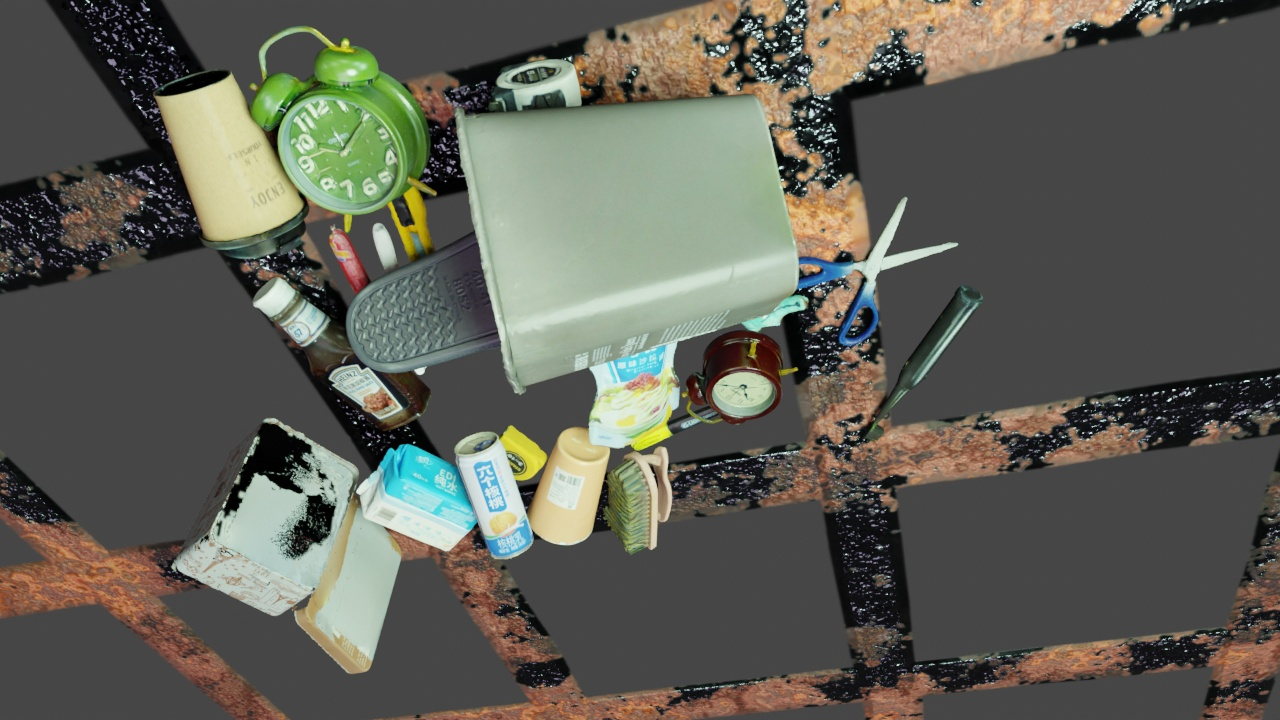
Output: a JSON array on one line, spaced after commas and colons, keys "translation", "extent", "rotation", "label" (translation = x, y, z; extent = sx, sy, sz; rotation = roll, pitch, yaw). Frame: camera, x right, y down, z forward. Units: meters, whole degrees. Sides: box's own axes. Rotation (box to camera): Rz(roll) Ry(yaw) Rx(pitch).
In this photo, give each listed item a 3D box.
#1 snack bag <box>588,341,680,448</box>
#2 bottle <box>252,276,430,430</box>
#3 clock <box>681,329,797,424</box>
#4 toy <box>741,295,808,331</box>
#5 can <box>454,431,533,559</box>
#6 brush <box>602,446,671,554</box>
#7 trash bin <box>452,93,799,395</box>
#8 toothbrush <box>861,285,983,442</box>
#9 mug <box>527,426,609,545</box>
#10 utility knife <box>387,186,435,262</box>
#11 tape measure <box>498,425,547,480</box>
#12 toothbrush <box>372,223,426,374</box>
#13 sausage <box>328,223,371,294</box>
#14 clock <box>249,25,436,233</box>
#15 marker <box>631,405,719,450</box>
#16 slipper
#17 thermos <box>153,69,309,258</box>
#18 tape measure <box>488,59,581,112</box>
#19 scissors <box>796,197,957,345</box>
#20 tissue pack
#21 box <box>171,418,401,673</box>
[{"translation": [-0.005, 0.005, 0.904], "extent": [0.110, 0.039, 0.191], "rotation": [-16, 138, -17], "label": "snack bag"}, {"translation": [-0.300, -0.006, 0.920], "extent": [0.080, 0.043, 0.195], "rotation": [-21, 127, 30], "label": "bottle"}, {"translation": [0.095, 0.023, 0.924], "extent": [0.082, 0.055, 0.122], "rotation": [30, 128, -24], "label": "clock"}, {"translation": [0.105, -0.059, 0.862], "extent": [0.097, 0.030, 0.092], "rotation": [-10, 137, 36], "label": "toy"}, {"translation": [-0.160, 0.147, 1.002], "extent": [0.053, 0.053, 0.135], "rotation": [-10, 113, 11], "label": "can"}, {"translation": [0.001, 0.152, 1.038], "extent": [0.073, 0.063, 0.146], "rotation": [-24, 142, -22], "label": "brush"}, {"translation": [-0.013, -0.092, 0.702], "extent": [0.219, 0.198, 0.199], "rotation": [-11, 174, -6], "label": "trash bin"}, {"translation": [0.278, 0.012, 0.927], "extent": [0.027, 0.026, 0.213], "rotation": [22, 131, -1], "label": "toothbrush"}, {"translation": [-0.077, 0.137, 1.025], "extent": [0.078, 0.078, 0.123], "rotation": [12, 127, -9], "label": "mug"}, {"translation": [-0.203, -0.112, 0.838], "extent": [0.033, 0.015, 0.155], "rotation": [-4, 132, 9], "label": "utility knife"}, {"translation": [-0.137, 0.104, 1.024], "extent": [0.060, 0.028, 0.057], "rotation": [38, 128, -8], "label": "tape measure"}, {"translation": [-0.233, -0.056, 0.890], "extent": [0.016, 0.016, 0.180], "rotation": [-3, 132, 2], "label": "toothbrush"}, {"translation": [-0.264, -0.066, 0.881], "extent": [0.020, 0.020, 0.156], "rotation": [-9, 131, 10], "label": "sausage"}, {"translation": [-0.241, -0.188, 0.736], "extent": [0.116, 0.056, 0.161], "rotation": [-19, 120, 17], "label": "clock"}, {"translation": [0.043, 0.070, 0.996], "extent": [0.124, 0.015, 0.018], "rotation": [-24, 131, 23], "label": "marker"}, {"translation": [-0.133, -0.064, 0.838], "extent": [0.268, 0.083, 0.110], "rotation": [-19, 87, 5], "label": "slipper"}, {"translation": [-0.337, -0.160, 0.757], "extent": [0.093, 0.092, 0.143], "rotation": [-6, 124, 7], "label": "thermos"}, {"translation": [-0.080, -0.207, 0.713], "extent": [0.066, 0.065, 0.034], "rotation": [-5, 129, 8], "label": "tape measure"}, {"translation": [0.206, -0.078, 0.857], "extent": [0.176, 0.012, 0.162], "rotation": [-6, 131, 6], "label": "scissors"}, {"translation": [-0.243, 0.155, 1.050], "extent": [0.140, 0.063, 0.090], "rotation": [29, 125, -24], "label": "tissue pack"}, {"translation": [-0.366, 0.211, 1.031], "extent": [0.107, 0.177, 0.272], "rotation": [-23, 126, 22], "label": "box"}]
